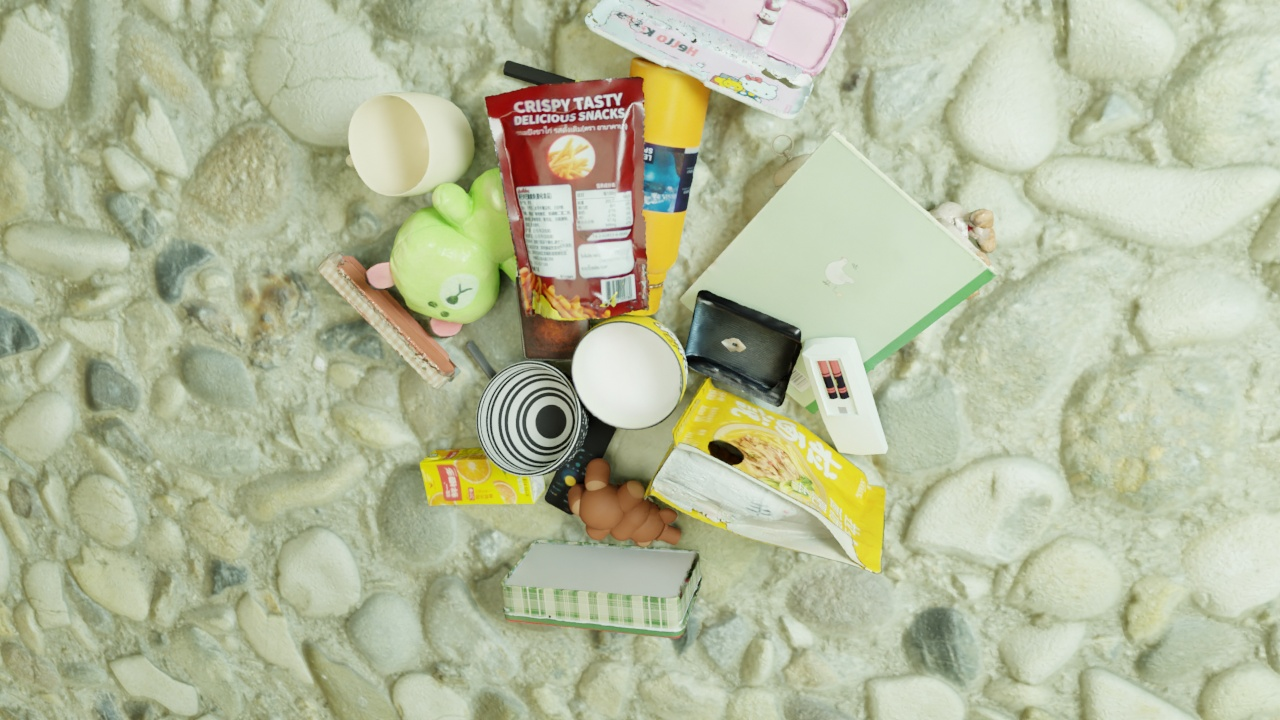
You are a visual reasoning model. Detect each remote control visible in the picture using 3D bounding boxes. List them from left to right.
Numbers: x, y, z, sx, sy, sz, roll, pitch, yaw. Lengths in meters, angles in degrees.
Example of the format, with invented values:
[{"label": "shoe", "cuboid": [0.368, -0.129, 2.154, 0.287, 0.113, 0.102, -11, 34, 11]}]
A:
[{"label": "remote control", "cuboid": [-0.064, 0.107, 1.017, 0.041, 0.020, 0.152, 28, 116, 4]}, {"label": "remote control", "cuboid": [0.196, 0.038, 0.884, 0.050, 0.024, 0.143, -2, 127, 34]}]

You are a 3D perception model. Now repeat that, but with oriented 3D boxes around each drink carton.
[{"label": "drink carton", "cuboid": [-0.180, 0.131, 1.048, 0.135, 0.042, 0.058, -4, 106, 17]}]

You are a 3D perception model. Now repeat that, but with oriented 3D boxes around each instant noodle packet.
[{"label": "instant noodle packet", "cuboid": [0.133, 0.114, 0.884, 0.221, 0.162, 0.084, 24, 113, 6]}]

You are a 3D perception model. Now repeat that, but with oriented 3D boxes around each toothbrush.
[{"label": "toothbrush", "cuboid": [-0.142, 0.047, 1.021, 0.013, 0.012, 0.167, -30, 99, 32]}]

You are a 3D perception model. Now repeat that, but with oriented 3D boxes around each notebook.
[{"label": "notebook", "cuboid": [0.166, -0.066, 0.841, 0.182, 0.010, 0.253, 41, 137, -1]}]

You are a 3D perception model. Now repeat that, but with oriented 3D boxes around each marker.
[{"label": "marker", "cuboid": [-0.074, -0.264, 0.880, 0.124, 0.021, 0.017, 19, 113, 10]}]

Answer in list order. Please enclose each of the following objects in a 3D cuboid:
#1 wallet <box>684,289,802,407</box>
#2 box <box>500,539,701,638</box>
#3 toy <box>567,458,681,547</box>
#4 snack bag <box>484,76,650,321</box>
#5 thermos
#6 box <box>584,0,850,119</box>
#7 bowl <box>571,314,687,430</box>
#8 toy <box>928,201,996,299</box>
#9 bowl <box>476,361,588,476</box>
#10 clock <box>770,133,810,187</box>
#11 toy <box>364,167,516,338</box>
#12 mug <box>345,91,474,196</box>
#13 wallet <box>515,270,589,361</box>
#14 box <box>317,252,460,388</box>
[{"label": "wallet", "cuboid": [0.100, -0.014, 0.901, 0.115, 0.026, 0.089, 25, 135, 15]}, {"label": "box", "cuboid": [-0.041, 0.248, 1.012, 0.206, 0.117, 0.051, 1, 105, 14]}, {"label": "toy", "cuboid": [-0.013, 0.164, 1.004, 0.127, 0.065, 0.095, 26, 125, -21]}, {"label": "snack bag", "cuboid": [-0.058, -0.140, 0.818, 0.139, 0.066, 0.208, -4, 111, 3]}, {"label": "thermos", "cuboid": [0.003, -0.162, 0.870, 0.091, 0.076, 0.233, 29, 119, 36]}, {"label": "box", "cuboid": [0.068, -0.294, 0.804, 0.201, 0.077, 0.146, 27, 84, 6]}, {"label": "bowl", "cuboid": [-0.006, 0.005, 0.935, 0.117, 0.067, 0.117, 6, 111, 15]}, {"label": "toy", "cuboid": [0.262, -0.108, 0.811, 0.106, 0.085, 0.074, 22, 93, 17]}, {"label": "bowl", "cuboid": [-0.107, 0.064, 0.980, 0.120, 0.066, 0.120, -3, 82, 19]}, {"label": "clock", "cuboid": [0.158, -0.143, 0.840, 0.093, 0.054, 0.141, -26, 103, 23]}, {"label": "toy", "cuboid": [-0.172, -0.115, 0.924, 0.197, 0.107, 0.150, -22, 142, 25]}, {"label": "mug", "cuboid": [-0.226, -0.210, 0.902, 0.120, 0.099, 0.096, -10, 100, 26]}, {"label": "wallet", "cuboid": [-0.088, -0.047, 0.929, 0.072, 0.019, 0.123, -2, 138, -3]}, {"label": "box", "cuboid": [-0.269, -0.045, 0.993, 0.042, 0.082, 0.187, -42, 92, 14]}]
